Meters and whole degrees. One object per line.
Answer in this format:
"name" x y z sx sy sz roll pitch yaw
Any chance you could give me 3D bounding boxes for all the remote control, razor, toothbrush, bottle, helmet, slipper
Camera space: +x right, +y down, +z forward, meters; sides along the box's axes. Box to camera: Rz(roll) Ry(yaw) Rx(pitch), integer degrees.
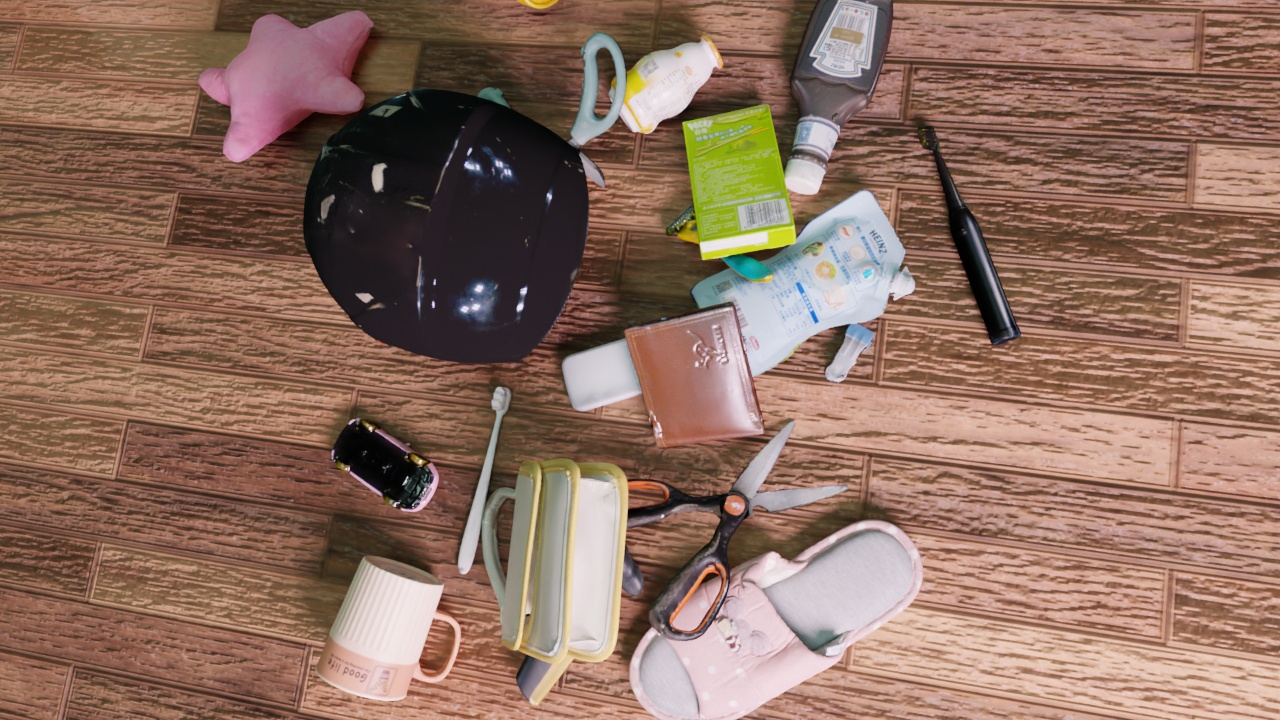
"remote control" -0.005 0.005 0.860 0.136 0.020 0.056 -17 78 7
"razor" 0.077 -0.101 0.839 0.043 0.028 0.132 -42 49 -9
"toothbrush" 0.291 -0.117 0.823 0.027 0.026 0.212 -9 76 -31
"razor" -0.056 0.234 0.819 0.067 0.062 0.167 32 93 -17
"bottle" 0.025 -0.267 0.879 0.108 0.063 0.063 -33 76 4
"helmet" -0.177 -0.120 0.800 0.275 0.230 0.233 15 91 28
"slipper" 0.114 0.224 0.783 0.274 0.054 0.114 -29 77 4
"bottle" 0.178 -0.252 0.860 0.080 0.044 0.194 17 85 13
"toothbrush" -0.150 0.113 0.870 0.016 0.016 0.180 9 83 23

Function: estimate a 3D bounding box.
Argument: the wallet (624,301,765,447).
"wallet" 0.050 0.016 0.817 0.101 0.032 0.124 -12 104 13

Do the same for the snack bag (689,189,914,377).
"snack bag" 0.148 -0.067 0.834 0.191 0.039 0.110 -27 65 6

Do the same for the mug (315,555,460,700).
"mug" -0.220 0.246 0.834 0.114 0.082 0.106 22 83 -14

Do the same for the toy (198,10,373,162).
"toy" -0.364 -0.305 0.955 0.194 0.074 0.178 -25 67 2

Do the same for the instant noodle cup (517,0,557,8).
"instant noodle cup" -0.134 -0.425 0.914 0.114 0.118 0.118 25 85 22

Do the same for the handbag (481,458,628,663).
"handbag" -0.093 0.167 0.790 0.179 0.063 0.163 -7 74 48

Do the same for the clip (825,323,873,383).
"clip" 0.187 -0.005 0.829 0.026 0.036 0.058 31 84 12

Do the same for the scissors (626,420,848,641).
"scissors" 0.059 0.133 0.789 0.228 0.022 0.220 14 62 11

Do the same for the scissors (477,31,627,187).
"scissors" -0.089 -0.244 0.887 0.170 0.019 0.172 29 117 20

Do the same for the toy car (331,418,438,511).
"toy car" -0.243 0.100 0.881 0.122 0.037 0.056 28 83 26

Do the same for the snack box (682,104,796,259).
"snack box" 0.088 -0.166 0.842 0.086 0.026 0.156 -10 57 7
